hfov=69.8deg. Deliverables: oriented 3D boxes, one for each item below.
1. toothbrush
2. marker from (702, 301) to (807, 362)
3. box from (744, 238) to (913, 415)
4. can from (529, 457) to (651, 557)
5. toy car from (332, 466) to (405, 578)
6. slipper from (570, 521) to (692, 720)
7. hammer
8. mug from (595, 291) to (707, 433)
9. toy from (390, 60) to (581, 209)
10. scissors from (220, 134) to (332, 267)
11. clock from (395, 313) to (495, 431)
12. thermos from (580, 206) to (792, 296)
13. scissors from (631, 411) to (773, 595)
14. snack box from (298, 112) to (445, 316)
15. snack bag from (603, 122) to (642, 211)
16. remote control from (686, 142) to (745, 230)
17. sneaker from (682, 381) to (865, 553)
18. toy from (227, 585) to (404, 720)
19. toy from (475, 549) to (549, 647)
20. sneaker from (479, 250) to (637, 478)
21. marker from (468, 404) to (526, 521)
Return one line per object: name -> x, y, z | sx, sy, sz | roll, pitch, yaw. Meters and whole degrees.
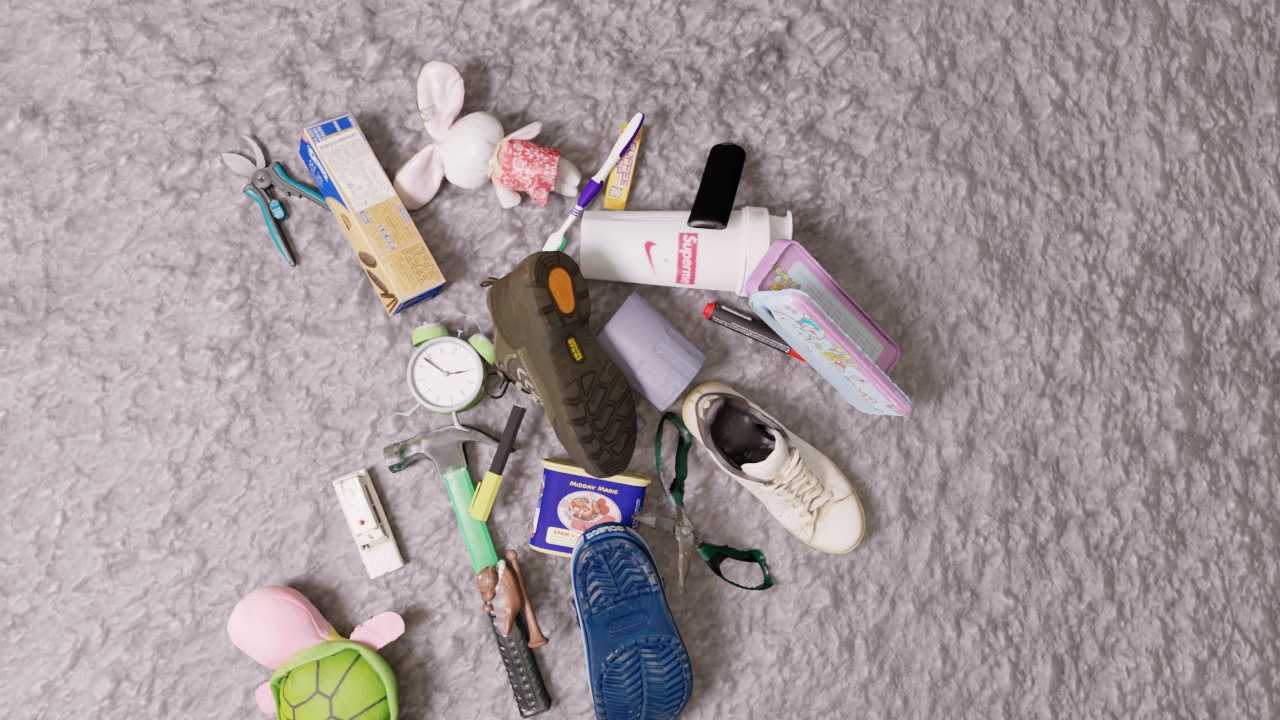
toothbrush -> -0.050, -0.186, 0.987 | 0.015, 0.016, 0.187 | 37, 95, 22
marker -> 0.137, -0.029, 1.004 | 0.145, 0.021, 0.023 | 23, 56, -2
box -> 0.204, -0.026, 0.928 | 0.214, 0.093, 0.089 | 39, 84, -30
can -> -0.055, 0.159, 0.967 | 0.116, 0.056, 0.092 | 11, 88, -3
toy car -> -0.286, 0.171, 0.960 | 0.039, 0.039, 0.113 | -21, 89, -5
slipper -> -0.013, 0.269, 0.939 | 0.105, 0.095, 0.253 | -12, 113, -9
hammer -> -0.160, 0.221, 0.972 | 0.130, 0.032, 0.318 | -18, 90, -5
mug -> -0.006, 0.006, 0.971 | 0.104, 0.083, 0.124 | 39, 110, -3
toy -> -0.156, -0.216, 0.965 | 0.194, 0.084, 0.159 | 13, 106, -6
scissors -> -0.377, -0.172, 0.979 | 0.124, 0.019, 0.155 | -8, 89, -4
clock -> -0.202, 0.009, 0.968 | 0.094, 0.042, 0.119 | 16, 83, -2
thermos -> 0.048, -0.115, 0.970 | 0.220, 0.099, 0.099 | 2, 87, 1
scissors -> 0.066, 0.158, 0.970 | 0.201, 0.015, 0.201 | 26, 50, -35
snack box -> -0.282, -0.152, 0.960 | 0.056, 0.057, 0.206 | -29, 89, -28
snack bag -> -0.019, -0.211, 1.002 | 0.026, 0.020, 0.099 | 14, 87, -4
remote control -> 0.081, -0.183, 0.959 | 0.041, 0.020, 0.151 | 7, 45, 11
sneaker -> 0.148, 0.111, 0.958 | 0.241, 0.102, 0.089 | 41, 86, -2
toy -> -0.319, 0.327, 0.929 | 0.190, 0.087, 0.238 | -30, 94, 13
toy -> -0.135, 0.248, 0.938 | 0.054, 0.042, 0.101 | -14, 81, -26
sneaker -> -0.102, 0.014, 0.922 | 0.100, 0.143, 0.238 | -34, 110, -45
marker -> -0.148, 0.105, 0.950 | 0.021, 0.017, 0.124 | 20, 86, -4
